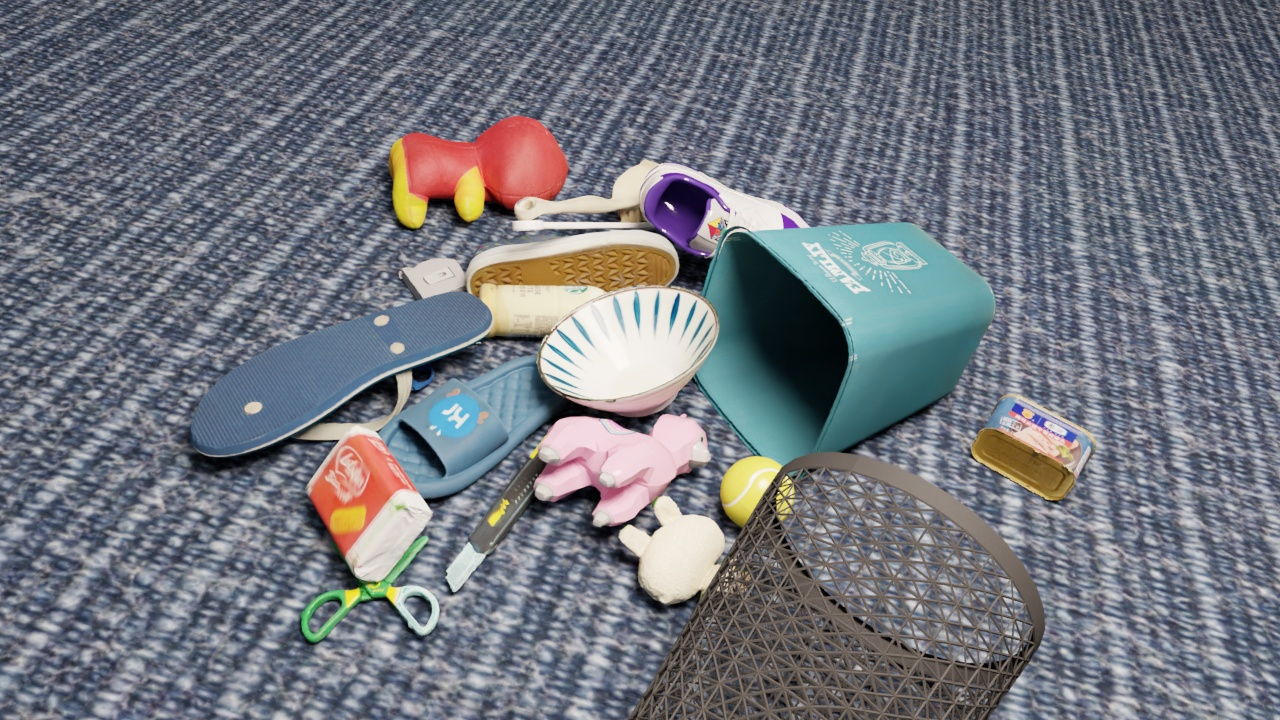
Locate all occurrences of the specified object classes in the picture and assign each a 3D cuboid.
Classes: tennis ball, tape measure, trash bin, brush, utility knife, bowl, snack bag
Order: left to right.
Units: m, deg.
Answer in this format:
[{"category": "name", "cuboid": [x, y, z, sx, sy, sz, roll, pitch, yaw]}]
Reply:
[{"category": "snack bag", "cuboid": [-0.226, 0.117, 0.758, 0.077, 0.036, 0.116, -52, 51, 6]}, {"category": "tape measure", "cuboid": [-0.224, -0.087, 1.007, 0.062, 0.020, 0.060, -22, 52, -27]}, {"category": "utility knife", "cuboid": [-0.111, 0.125, 0.811, 0.029, 0.020, 0.202, 21, 47, 16]}, {"category": "brush", "cuboid": [-0.053, -0.182, 1.050, 0.062, 0.077, 0.271, 10, 20, 30]}, {"category": "bowl", "cuboid": [-0.005, 0.005, 0.885, 0.177, 0.071, 0.177, -11, 36, 8]}, {"category": "tennis ball", "cuboid": [0.103, 0.118, 0.811, 0.065, 0.065, 0.065, 4, 45, -4]}, {"category": "trash bin", "cuboid": [0.115, 0.223, 0.617, 0.217, 0.217, 0.242, 31, 56, 22]}, {"category": "trash bin", "cuboid": [0.199, -0.028, 0.893, 0.218, 0.200, 0.196, -15, 48, -30]}]

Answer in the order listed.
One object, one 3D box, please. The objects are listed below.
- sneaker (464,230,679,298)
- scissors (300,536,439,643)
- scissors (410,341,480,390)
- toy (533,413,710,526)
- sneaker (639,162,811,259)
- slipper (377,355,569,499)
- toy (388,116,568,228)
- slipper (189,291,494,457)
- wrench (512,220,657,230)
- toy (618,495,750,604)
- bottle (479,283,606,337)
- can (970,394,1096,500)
[{"category": "sneaker", "cuboid": [-0.077, -0.114, 1.013, 0.235, 0.088, 0.079, -6, 40, -9]}, {"category": "scissors", "cuboid": [-0.213, 0.185, 0.740, 0.131, 0.011, 0.125, 27, 47, 22]}, {"category": "scissors", "cuboid": [-0.228, -0.012, 0.939, 0.127, 0.014, 0.133, -1, 41, -14]}, {"category": "toy", "cuboid": [-0.014, 0.085, 0.822, 0.123, 0.067, 0.157, 21, 28, 24]}, {"category": "sneaker", "cuboid": [0.104, -0.140, 1.006, 0.244, 0.092, 0.111, 29, 19, 3]}, {"category": "slipper", "cuboid": [-0.156, 0.049, 0.854, 0.104, 0.059, 0.213, 34, 49, 27]}, {"category": "toy", "cuboid": [-0.193, -0.231, 1.108, 0.216, 0.099, 0.147, -11, 55, -11]}, {"category": "slipper", "cuboid": [-0.275, 0.015, 0.871, 0.294, 0.060, 0.118, -26, 50, -23]}, {"category": "wrench", "cuboid": [-0.045, -0.149, 1.012, 0.047, 0.009, 0.272, 2, 8, 34]}, {"category": "toy", "cuboid": [0.037, 0.165, 0.766, 0.112, 0.050, 0.087, 35, 55, 15]}, {"category": "bottle", "cuboid": [-0.087, -0.051, 0.964, 0.162, 0.057, 0.056, 1, 45, -7]}, {"category": "can", "cuboid": [0.380, 0.084, 0.890, 0.100, 0.054, 0.058, 30, 50, 22]}]
